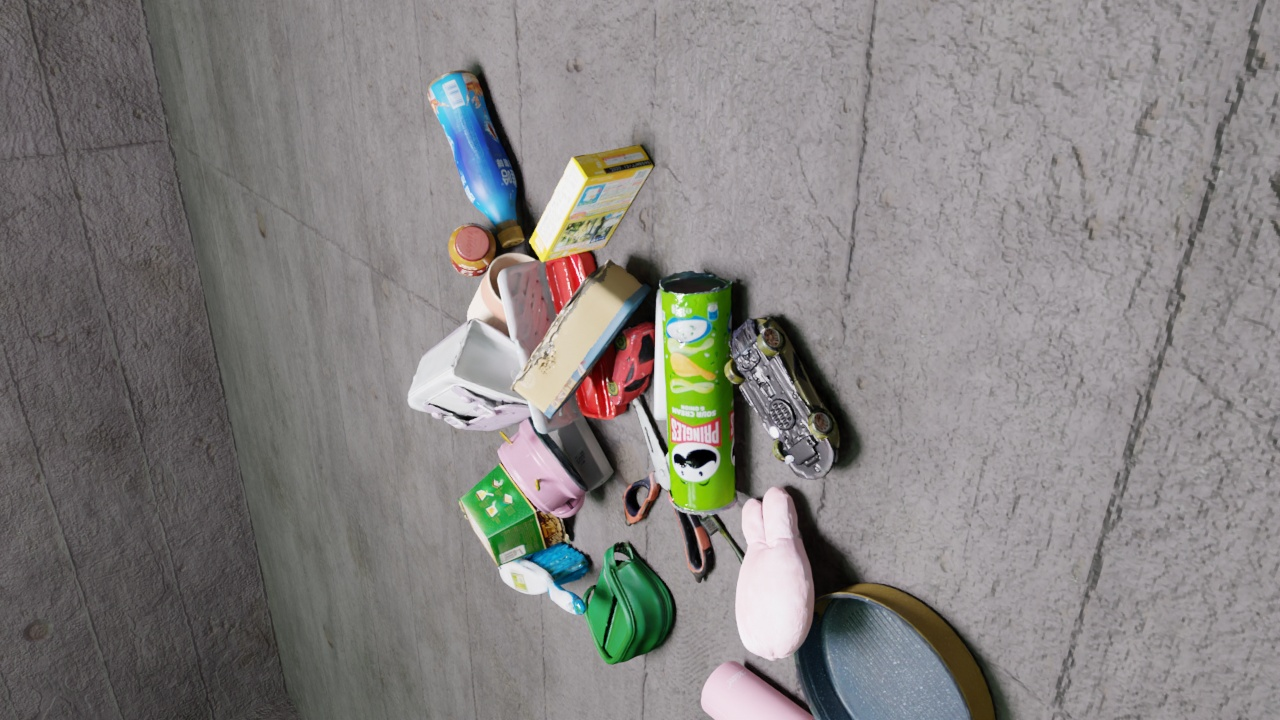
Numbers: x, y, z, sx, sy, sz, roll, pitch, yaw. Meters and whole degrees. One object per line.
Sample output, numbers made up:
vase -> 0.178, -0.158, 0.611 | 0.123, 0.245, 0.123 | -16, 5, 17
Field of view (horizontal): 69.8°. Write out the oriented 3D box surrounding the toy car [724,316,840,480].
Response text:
toy car -> 0.130, 0.034, 0.834 | 0.158, 0.042, 0.070 | 63, 144, 13

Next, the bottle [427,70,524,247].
bottle -> -0.194, -0.244, 1.126 | 0.065, 0.065, 0.218 | -26, 85, 55

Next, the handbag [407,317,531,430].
handbag -> -0.203, 0.033, 1.183 | 0.197, 0.145, 0.098 | -22, 50, 59

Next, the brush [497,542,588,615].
brush -> -0.111, 0.290, 1.217 | 0.315, 0.109, 0.060 | -11, 96, 57

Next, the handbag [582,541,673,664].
handbag -> -0.020, 0.307, 1.153 | 0.120, 0.067, 0.132 | 59, 146, 32

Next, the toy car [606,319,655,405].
toy car -> -0.006, 0.006, 1.000 | 0.031, 0.049, 0.106 | 39, 132, 32

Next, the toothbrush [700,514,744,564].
toothbrush -> 0.122, 0.236, 0.962 | 0.186, 0.017, 0.012 | 52, 161, 24

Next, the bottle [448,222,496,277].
bottle -> -0.210, -0.138, 1.146 | 0.175, 0.057, 0.057 | -175, 68, -79

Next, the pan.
pan -> 0.256, 0.356, 0.783 | 0.357, 0.078, 0.198 | 50, 140, 27

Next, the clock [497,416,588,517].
clock -> -0.117, 0.138, 1.139 | 0.117, 0.060, 0.158 | 50, 178, 26

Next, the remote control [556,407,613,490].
remote control -> -0.081, 0.097, 1.169 | 0.135, 0.019, 0.056 | 60, 144, 15

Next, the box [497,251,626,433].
box -> -0.096, -0.019, 1.066 | 0.095, 0.101, 0.201 | 0, 106, 54

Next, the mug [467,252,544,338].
mug -> -0.157, -0.061, 1.151 | 0.114, 0.081, 0.106 | 53, 145, 5

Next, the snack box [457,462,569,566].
snack box -> -0.174, 0.211, 1.247 | 0.117, 0.105, 0.118 | 46, 158, 36

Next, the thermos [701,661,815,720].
thermos -> 0.145, 0.393, 0.945 | 0.199, 0.087, 0.067 | 26, 127, 47

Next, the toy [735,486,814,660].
toy -> 0.127, 0.204, 0.880 | 0.122, 0.054, 0.159 | 136, 139, -60

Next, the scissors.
scissors -> 0.031, 0.147, 1.045 | 0.189, 0.015, 0.223 | 49, 140, 29

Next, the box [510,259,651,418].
box -> -0.061, -0.028, 0.978 | 0.062, 0.089, 0.185 | 39, 117, 0

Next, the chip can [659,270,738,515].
chip can -> 0.058, 0.034, 0.908 | 0.072, 0.072, 0.236 | 21, 121, 48

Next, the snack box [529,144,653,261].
snack box -> -0.053, -0.161, 0.953 | 0.033, 0.086, 0.141 | 58, 143, 18

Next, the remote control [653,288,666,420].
remote control -> 0.025, -0.006, 0.957 | 0.055, 0.020, 0.136 | -89, -1, -64
